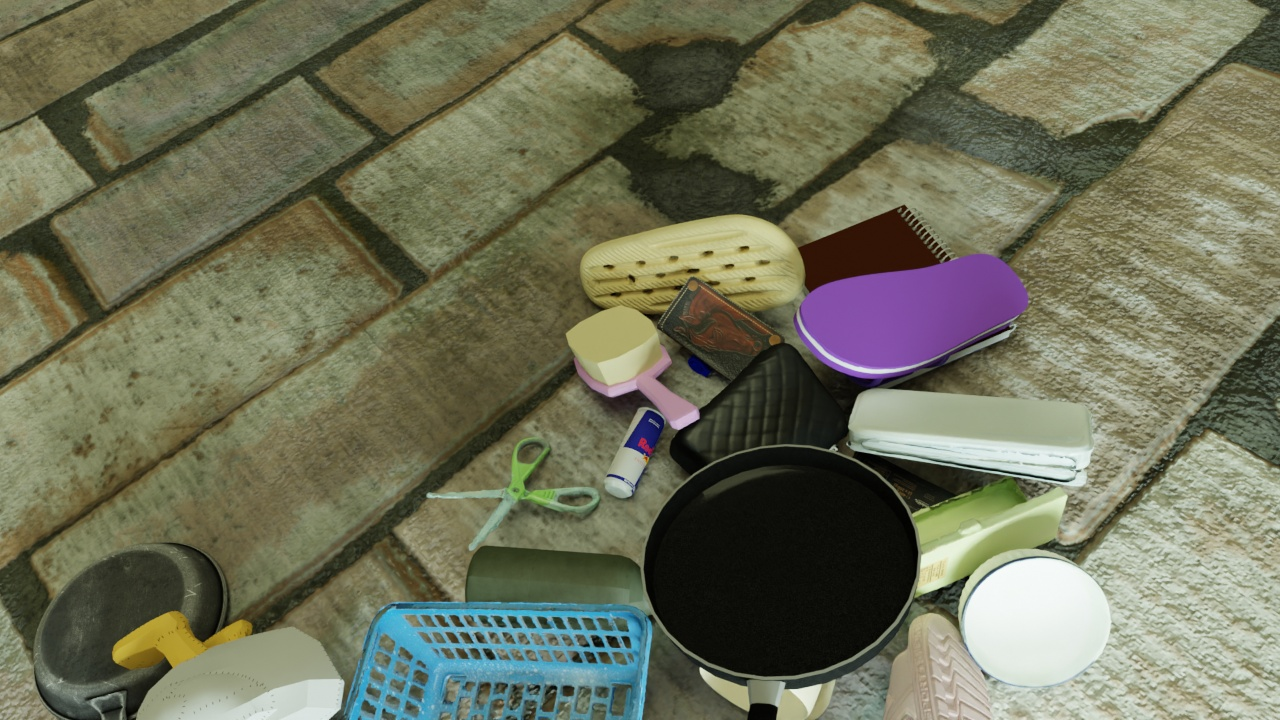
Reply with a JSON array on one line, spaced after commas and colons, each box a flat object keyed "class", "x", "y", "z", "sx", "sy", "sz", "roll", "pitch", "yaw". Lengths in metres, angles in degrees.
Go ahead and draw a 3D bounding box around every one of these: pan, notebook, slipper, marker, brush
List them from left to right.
[{"class": "pan", "x": -0.476, "y": 0.319, "z": 0.836, "sx": 0.187, "sy": 0.055, "sz": 0.356, "roll": -15, "pitch": 50, "yaw": -4}, {"class": "brush", "x": -0.006, "y": 0.005, "z": 0.933, "sx": 0.089, "sy": 0.043, "sz": 0.229, "roll": -28, "pitch": 28, "yaw": -12}, {"class": "slipper", "x": 0.057, "y": -0.111, "z": 1.022, "sx": 0.262, "sy": 0.111, "sz": 0.079, "roll": -4, "pitch": 30, "yaw": 25}, {"class": "marker", "x": 0.101, "y": -0.038, "z": 1.022, "sx": 0.027, "sy": 0.023, "sz": 0.132, "roll": 38, "pitch": 65, "yaw": 5}, {"class": "pan", "x": 0.101, "y": 0.209, "z": 0.709, "sx": 0.226, "sy": 0.034, "sz": 0.355, "roll": -3, "pitch": 44, "yaw": 17}, {"class": "notebook", "x": 0.284, "y": -0.077, "z": 1.027, "sx": 0.171, "sy": 0.022, "sz": 0.209, "roll": -22, "pitch": 55, "yaw": -7}, {"class": "slipper", "x": 0.270, "y": -0.032, "z": 0.944, "sx": 0.266, "sy": 0.084, "sz": 0.107, "roll": -16, "pitch": 64, "yaw": -24}, {"class": "slipper", "x": 0.230, "y": 0.307, "z": 0.712, "sx": 0.065, "sy": 0.094, "sz": 0.238, "roll": -33, "pitch": 31, "yaw": 31}]

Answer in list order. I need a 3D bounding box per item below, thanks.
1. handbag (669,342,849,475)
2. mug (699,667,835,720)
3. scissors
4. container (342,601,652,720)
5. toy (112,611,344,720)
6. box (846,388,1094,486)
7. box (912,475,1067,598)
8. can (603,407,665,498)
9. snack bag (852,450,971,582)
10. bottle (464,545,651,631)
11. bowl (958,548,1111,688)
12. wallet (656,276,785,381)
[{"class": "handbag", "x": 0.116, "y": 0.080, "z": 0.913, "sx": 0.153, "sy": 0.115, "sz": 0.125, "roll": -40, "pitch": 83, "yaw": -23}, {"class": "mug", "x": 0.122, "y": 0.243, "z": 0.781, "sx": 0.120, "sy": 0.096, "sz": 0.099, "roll": 40, "pitch": 54, "yaw": -12}, {"class": "scissors", "x": -0.117, "y": 0.132, "z": 0.899, "sx": 0.160, "sy": 0.025, "sz": 0.170, "roll": 27, "pitch": 39, "yaw": 4}, {"class": "container", "x": -0.121, "y": 0.373, "z": 0.697, "sx": 0.257, "sy": 0.089, "sz": 0.361, "roll": -4, "pitch": 53, "yaw": 18}, {"class": "toy", "x": -0.333, "y": 0.328, "z": 0.746, "sx": 0.247, "sy": 0.141, "sz": 0.267, "roll": -42, "pitch": 57, "yaw": 7}, {"class": "box", "x": 0.297, "y": 0.059, "z": 0.834, "sx": 0.216, "sy": 0.122, "sz": 0.083, "roll": 8, "pitch": 85, "yaw": 17}, {"class": "box", "x": 0.270, "y": 0.152, "z": 0.816, "sx": 0.188, "sy": 0.092, "sz": 0.083, "roll": -18, "pitch": 39, "yaw": -10}, {"class": "can", "x": -0.006, "y": 0.094, "z": 0.936, "sx": 0.032, "sy": 0.032, "sz": 0.095, "roll": 16, "pitch": 58, "yaw": 18}, {"class": "snack bag", "x": 0.260, "y": 0.144, "z": 0.872, "sx": 0.155, "sy": 0.018, "sz": 0.074, "roll": 28, "pitch": 62, "yaw": 25}, {"class": "bottle", "x": -0.052, "y": 0.211, "z": 0.835, "sx": 0.207, "sy": 0.071, "sz": 0.071, "roll": 2, "pitch": 55, "yaw": 9}, {"class": "bowl", "x": 0.325, "y": 0.209, "z": 0.778, "sx": 0.118, "sy": 0.118, "sz": 0.062, "roll": -2, "pitch": 12, "yaw": 6}, {"class": "wallet", "x": 0.085, "y": -0.028, "z": 0.978, "sx": 0.123, "sy": 0.019, "sz": 0.072, "roll": 35, "pitch": 88, "yaw": 1}]
